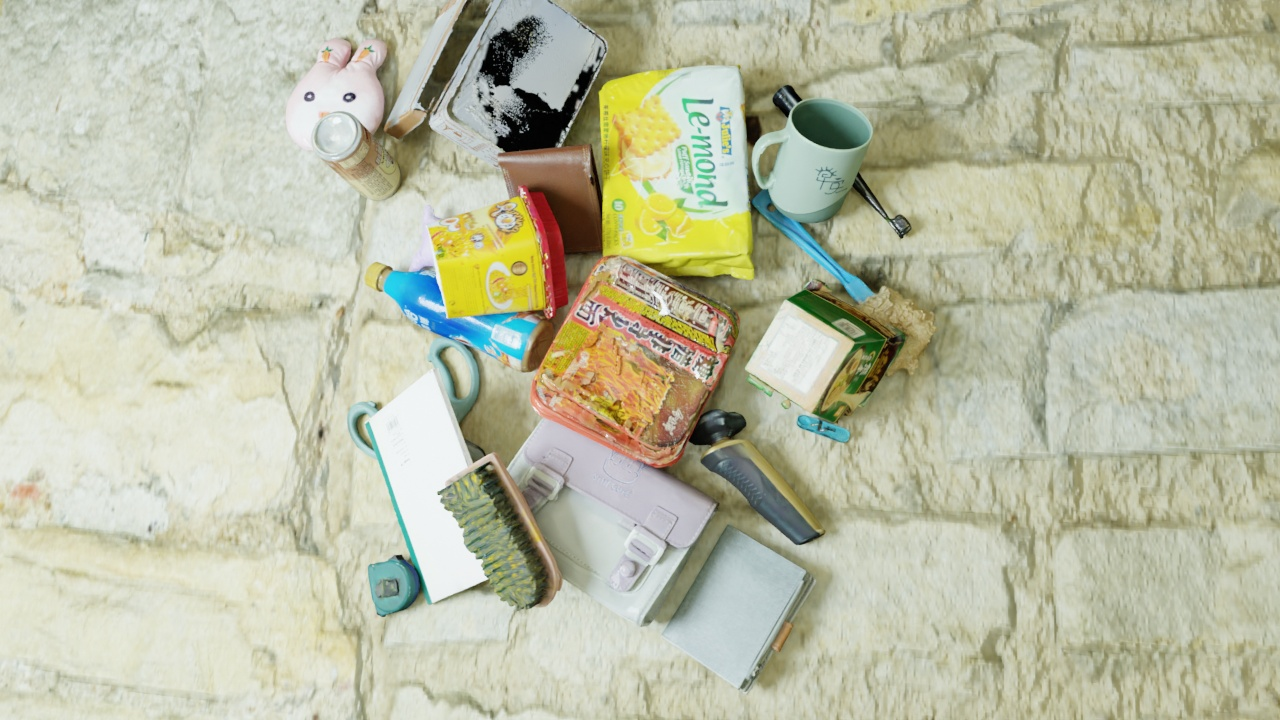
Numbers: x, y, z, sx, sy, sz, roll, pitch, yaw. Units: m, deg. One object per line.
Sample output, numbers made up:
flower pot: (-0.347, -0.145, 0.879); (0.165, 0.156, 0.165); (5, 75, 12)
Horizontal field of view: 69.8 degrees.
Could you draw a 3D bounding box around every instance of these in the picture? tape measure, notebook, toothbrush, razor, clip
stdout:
tape measure: (-0.258, 0.234, 0.954); (0.055, 0.025, 0.058); (-21, 75, 22)
notebook: (-0.211, 0.132, 0.928); (0.151, 0.012, 0.209); (-32, 76, 41)
toothbrush: (0.216, -0.213, 0.983); (0.027, 0.026, 0.212); (-43, 73, 20)
razor: (0.118, 0.116, 0.915); (0.067, 0.062, 0.167); (-36, 77, -33)
clip: (0.184, 0.069, 0.926); (0.057, 0.045, 0.014); (18, 78, 10)

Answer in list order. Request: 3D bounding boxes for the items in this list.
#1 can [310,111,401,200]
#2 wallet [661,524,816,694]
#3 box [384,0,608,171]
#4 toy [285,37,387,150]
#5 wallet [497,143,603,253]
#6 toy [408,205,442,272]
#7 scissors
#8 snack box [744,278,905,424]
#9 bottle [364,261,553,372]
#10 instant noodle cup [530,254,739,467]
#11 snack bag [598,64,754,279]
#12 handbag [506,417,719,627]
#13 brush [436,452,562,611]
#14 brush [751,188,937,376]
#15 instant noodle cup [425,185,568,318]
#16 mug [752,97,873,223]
can: (-0.316, -0.227, 1.027); (0.058, 0.116, 0.058); (-2, 76, 8)
wallet: (0.097, 0.242, 0.894); (0.106, 0.037, 0.129); (29, 82, 25)
box: (-0.165, -0.308, 1.044); (0.157, 0.198, 0.180); (28, 80, -28)
toy: (-0.358, -0.320, 1.092); (0.121, 0.054, 0.159); (2, 70, 9)
wallet: (-0.092, -0.171, 0.982); (0.101, 0.125, 0.032); (-3, 40, 9)
toy: (-0.204, -0.120, 1.025); (0.108, 0.039, 0.084); (18, 95, 8)
scissors: (-0.246, 0.062, 1.001); (0.181, 0.019, 0.170); (-9, 77, 6)
snack box: (0.169, -0.007, 0.881); (0.118, 0.105, 0.118); (34, 105, 22)
bottle: (-0.202, -0.054, 0.997); (0.219, 0.065, 0.065); (23, 82, 14)
instant noodle cup: (-0.005, 0.005, 0.926); (0.164, 0.079, 0.188); (27, 73, 3)
snack bag: (0.038, -0.200, 0.988); (0.158, 0.068, 0.246); (-4, 77, 9)
handbag: (-0.040, 0.152, 0.910); (0.197, 0.098, 0.144); (30, 78, 14)
brush: (-0.120, 0.159, 0.841); (0.063, 0.073, 0.145); (-32, 87, 21)
brush: (0.206, -0.088, 0.954); (0.083, 0.046, 0.254); (-41, 70, 3)
instant noodle cup: (-0.147, -0.103, 0.936); (0.123, 0.116, 0.116); (-13, 43, -13)
mug: (0.166, -0.200, 0.933); (0.111, 0.107, 0.082); (-2, 55, -11)
